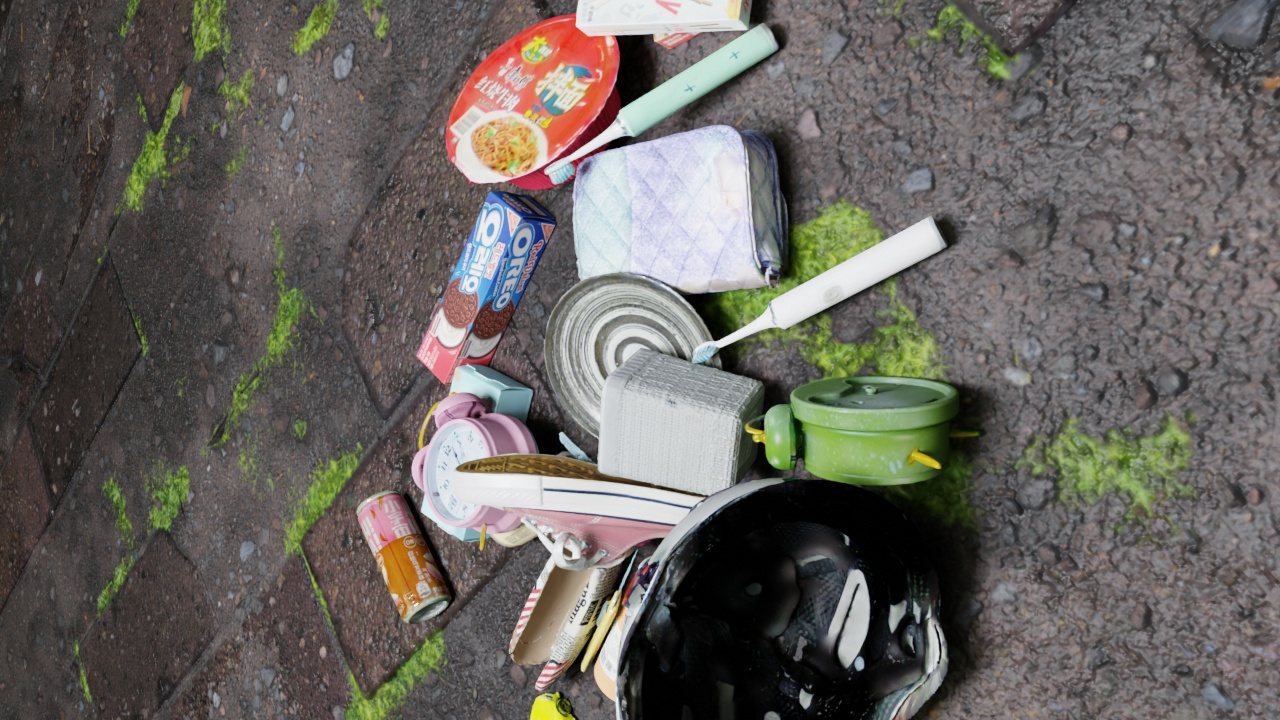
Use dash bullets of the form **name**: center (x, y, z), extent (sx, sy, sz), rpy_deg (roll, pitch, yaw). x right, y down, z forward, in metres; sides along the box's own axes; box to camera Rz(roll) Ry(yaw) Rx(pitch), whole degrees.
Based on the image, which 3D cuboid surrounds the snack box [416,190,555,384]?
- **snack box**: center (-0.164, -0.074, 0.963), extent (0.058, 0.057, 0.208), rpy_deg (41, 113, 29)

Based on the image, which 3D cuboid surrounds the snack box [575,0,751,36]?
- **snack box**: center (0.021, -0.327, 0.791), extent (0.157, 0.026, 0.084), rpy_deg (7, 90, 26)

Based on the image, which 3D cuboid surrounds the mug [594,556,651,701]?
- **mug**: center (0.008, 0.243, 0.809), extent (0.078, 0.078, 0.123), rpy_deg (43, 119, 31)

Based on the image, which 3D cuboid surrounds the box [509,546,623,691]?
- **box**: center (-0.060, 0.244, 0.868), extent (0.083, 0.075, 0.164), rpy_deg (44, 114, 46)

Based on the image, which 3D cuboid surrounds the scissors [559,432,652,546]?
- **scissors**: center (-0.023, 0.110, 0.838), extent (0.130, 0.017, 0.133), rpy_deg (-39, 100, 16)

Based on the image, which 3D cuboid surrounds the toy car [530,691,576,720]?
- **toy car**: center (-0.079, 0.379, 0.902), extent (0.048, 0.032, 0.105), rpy_deg (-47, 60, 29)

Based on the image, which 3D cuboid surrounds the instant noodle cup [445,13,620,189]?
- **instant noodle cup**: center (-0.091, -0.233, 0.871), extent (0.194, 0.066, 0.193), rpy_deg (-15, 57, 23)

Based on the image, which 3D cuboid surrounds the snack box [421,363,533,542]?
- **snack box**: center (-0.174, 0.097, 0.970), extent (0.074, 0.051, 0.175), rpy_deg (24, 103, 36)

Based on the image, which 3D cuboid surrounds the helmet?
- **helmet**: center (0.088, 0.203, 0.679), extent (0.157, 0.230, 0.274), rpy_deg (-140, 61, -78)

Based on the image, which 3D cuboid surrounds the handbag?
- **handbag**: center (0.033, -0.123, 0.795), extent (0.194, 0.075, 0.134), rpy_deg (-1, 93, 40)

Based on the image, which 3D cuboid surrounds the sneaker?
- **sneaker**: center (-0.044, 0.136, 0.784), extent (0.241, 0.118, 0.088), rpy_deg (8, 96, -2)

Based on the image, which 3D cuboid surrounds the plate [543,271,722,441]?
- **plate**: center (-0.005, 0.005, 0.826), extent (0.180, 0.024, 0.180), rpy_deg (11, 115, 24)

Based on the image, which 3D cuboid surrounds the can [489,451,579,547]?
- **can**: center (-0.099, 0.138, 0.905), extent (0.117, 0.058, 0.058), rpy_deg (-34, 68, 34)

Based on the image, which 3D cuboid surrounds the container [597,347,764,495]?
- **container**: center (0.036, 0.053, 0.758), extent (0.114, 0.090, 0.090), rpy_deg (13, 116, 20)

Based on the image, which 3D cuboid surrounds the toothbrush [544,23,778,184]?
- **toothbrush**: center (0.015, -0.216, 0.779), extent (0.224, 0.027, 0.026), rpy_deg (-30, 24, 6)

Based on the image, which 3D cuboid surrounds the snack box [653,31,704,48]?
- **snack box**: center (0.038, -0.368, 0.825), extent (0.075, 0.025, 0.153), rpy_deg (-12, 82, 38)

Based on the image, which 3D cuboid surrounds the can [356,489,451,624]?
- **can**: center (-0.269, 0.222, 1.041), extent (0.058, 0.057, 0.147), rpy_deg (-48, 62, 28)

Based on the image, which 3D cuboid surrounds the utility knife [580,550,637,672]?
- **utility knife**: center (-0.028, 0.227, 0.810), extent (0.022, 0.030, 0.221), rpy_deg (23, 138, -4)

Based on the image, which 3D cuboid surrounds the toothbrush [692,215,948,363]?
- **toothbrush**: center (0.132, -0.049, 0.721), extent (0.222, 0.026, 0.027), rpy_deg (-28, 106, 26)

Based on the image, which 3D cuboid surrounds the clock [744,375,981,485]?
- **clock**: center (0.154, 0.048, 0.669), extent (0.161, 0.115, 0.056), rpy_deg (4, 102, 36)

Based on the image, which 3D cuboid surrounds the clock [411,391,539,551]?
- **clock**: center (-0.167, 0.098, 0.890), extent (0.158, 0.059, 0.117), rpy_deg (39, 110, 38)
